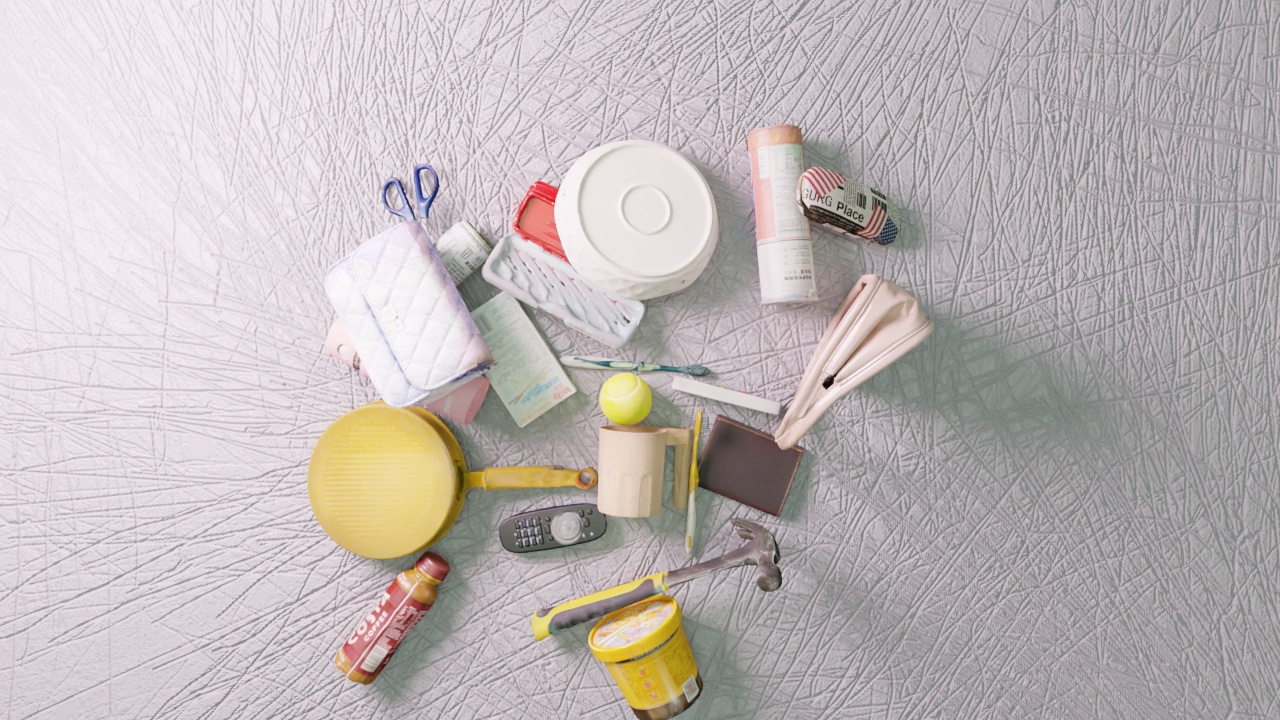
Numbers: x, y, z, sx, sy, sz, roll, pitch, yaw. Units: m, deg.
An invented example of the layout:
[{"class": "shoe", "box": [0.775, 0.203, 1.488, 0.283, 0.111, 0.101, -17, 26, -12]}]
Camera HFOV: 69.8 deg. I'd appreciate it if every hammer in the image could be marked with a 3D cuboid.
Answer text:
[{"class": "hammer", "box": [0.016, 0.275, 1.123, 0.324, 0.126, 0.032, -22, 112, 13]}]

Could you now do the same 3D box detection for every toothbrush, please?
[{"class": "toothbrush", "box": [-0.007, 0.007, 1.161, 0.191, 0.018, 0.016, 5, 90, -1]}, {"class": "toothbrush", "box": [0.070, 0.155, 1.150, 0.018, 0.016, 0.191, 3, 102, -3]}]

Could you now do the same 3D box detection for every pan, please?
[{"class": "pan", "box": [-0.233, 0.147, 1.139, 0.357, 0.078, 0.197, 0, 91, 8]}]

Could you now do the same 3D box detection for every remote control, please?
[{"class": "remote control", "box": [0.106, 0.043, 1.145, 0.135, 0.056, 0.019, 14, 90, -1]}, {"class": "remote control", "box": [-0.110, 0.211, 1.159, 0.136, 0.024, 0.053, -9, 85, 1]}]

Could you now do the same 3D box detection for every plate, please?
[{"class": "plate", "box": [0.001, -0.177, 1.114, 0.204, 0.046, 0.204, 3, 78, -15]}]

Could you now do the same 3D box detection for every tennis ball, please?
[{"class": "tennis ball", "box": [-0.018, 0.048, 1.137, 0.065, 0.065, 0.065, 0, 91, -1]}]

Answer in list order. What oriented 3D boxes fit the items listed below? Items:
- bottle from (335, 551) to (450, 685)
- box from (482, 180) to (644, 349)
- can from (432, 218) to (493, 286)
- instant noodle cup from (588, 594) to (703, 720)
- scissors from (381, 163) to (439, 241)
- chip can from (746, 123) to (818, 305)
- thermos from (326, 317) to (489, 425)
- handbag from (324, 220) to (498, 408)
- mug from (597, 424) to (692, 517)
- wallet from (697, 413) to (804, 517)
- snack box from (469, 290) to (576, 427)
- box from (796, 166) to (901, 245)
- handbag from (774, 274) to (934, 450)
[{"class": "bottle", "box": [-0.304, 0.317, 1.141, 0.057, 0.057, 0.175, 38, 90, -2]}, {"class": "box", "box": [-0.077, -0.118, 1.138, 0.201, 0.058, 0.161, 28, 75, -2]}, {"class": "can", "box": [-0.253, -0.108, 1.134, 0.146, 0.058, 0.058, -42, 92, -1]}, {"class": "instant noodle cup", "box": [0.013, 0.367, 1.123, 0.118, 0.118, 0.114, -25, 99, -1]}, {"class": "scissors", "box": [-0.279, -0.163, 1.123, 0.133, 0.012, 0.172, 6, 73, 18]}, {"class": "chip can", "box": [0.175, -0.178, 1.134, 0.071, 0.071, 0.214, -5, 91, -1]}, {"class": "thermos", "box": [-0.283, 0.000, 1.122, 0.198, 0.067, 0.087, 28, 120, 4]}, {"class": "handbag", "box": [-0.266, -0.047, 1.054, 0.134, 0.075, 0.194, -30, 88, 6]}, {"class": "mug", "box": [0.006, 0.135, 1.140, 0.124, 0.084, 0.103, 2, 93, -28]}, {"class": "wallet", "box": [0.137, 0.134, 1.166, 0.122, 0.020, 0.096, 22, 87, -1]}, {"class": "snack box", "box": [-0.157, -0.003, 1.153, 0.084, 0.027, 0.157, -33, 92, 0]}, {"class": "box", "box": [0.255, -0.187, 1.128, 0.164, 0.052, 0.068, 18, 89, -28]}, {"class": "handbag", "box": [0.235, 0.010, 1.089, 0.093, 0.193, 0.234, 40, 98, 5]}]
